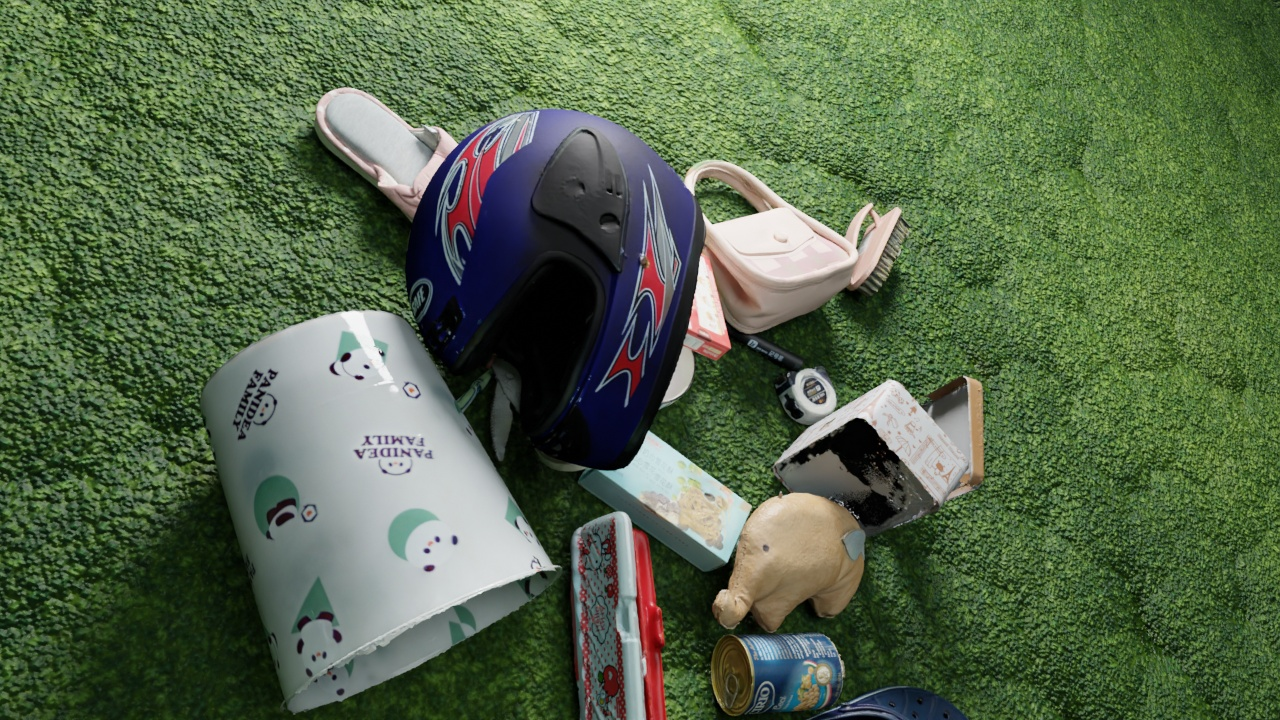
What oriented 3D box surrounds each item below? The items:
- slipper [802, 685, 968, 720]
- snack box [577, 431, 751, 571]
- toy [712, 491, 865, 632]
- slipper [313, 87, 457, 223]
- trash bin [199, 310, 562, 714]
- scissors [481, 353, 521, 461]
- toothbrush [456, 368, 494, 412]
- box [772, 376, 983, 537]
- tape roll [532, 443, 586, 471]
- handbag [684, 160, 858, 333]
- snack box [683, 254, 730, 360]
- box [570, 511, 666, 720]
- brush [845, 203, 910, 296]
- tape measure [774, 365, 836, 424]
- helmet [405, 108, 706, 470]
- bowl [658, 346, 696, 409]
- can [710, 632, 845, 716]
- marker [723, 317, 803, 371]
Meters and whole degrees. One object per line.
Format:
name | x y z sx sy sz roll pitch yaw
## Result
slipper | 0.245 0.388 0.924 0.252 0.095 0.105 0 69 -24
snack box | 0.027 0.139 0.954 0.175 0.052 0.074 37 55 -8
toy | 0.145 0.207 0.944 0.225 0.083 0.143 0 83 -40
slipper | -0.225 -0.194 0.981 0.274 0.055 0.113 41 53 -8
trash bin | -0.219 0.112 0.741 0.229 0.230 0.251 -18 71 -33
scissors | -0.136 -0.004 0.938 0.189 0.015 0.225 29 54 2
toothbrush | -0.167 0.028 0.927 0.016 0.018 0.191 34 53 5
box | 0.290 0.096 1.035 0.154 0.183 0.184 48 54 0
tape roll | -0.066 0.075 0.928 0.086 0.014 0.085 -8 45 7
handbag | 0.140 -0.158 1.145 0.192 0.094 0.234 -18 65 -40
snack box | 0.053 -0.073 1.025 0.075 0.026 0.152 23 39 -30
box | -0.012 0.246 0.851 0.095 0.102 0.201 6 64 -25
brush | 0.307 -0.148 1.240 0.073 0.063 0.145 40 56 -10
tape measure | 0.202 0.043 1.106 0.065 0.034 0.066 -7 68 -29
helmet | -0.091 -0.076 0.829 0.240 0.248 0.314 19 63 -16
bowl | -0.006 0.006 0.994 0.116 0.066 0.116 12 60 -22
can | 0.137 0.310 0.913 0.111 0.076 0.075 7 63 -26
marker | 0.140 -0.024 1.115 0.132 0.020 0.022 27 53 -13
